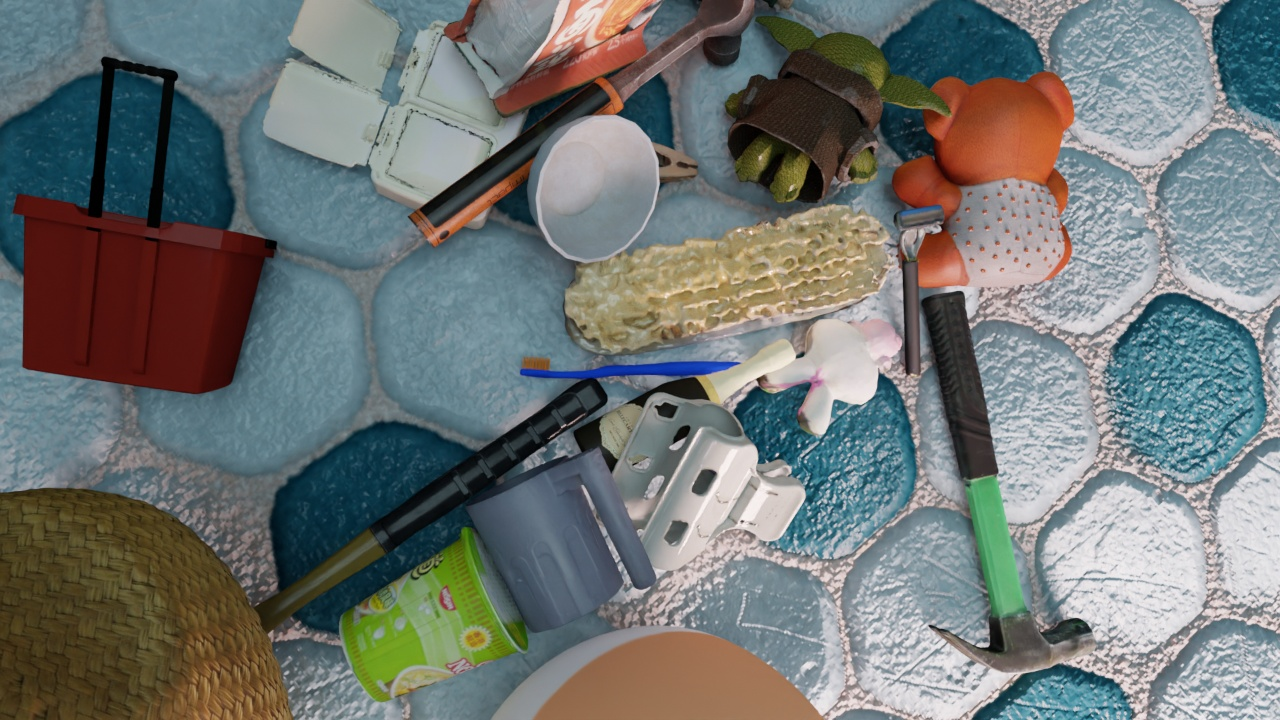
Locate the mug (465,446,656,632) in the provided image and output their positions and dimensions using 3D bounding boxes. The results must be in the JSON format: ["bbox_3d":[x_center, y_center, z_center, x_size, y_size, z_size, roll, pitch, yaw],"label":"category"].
[{"bbox_3d":[-0.054,0.127,0.662,0.083,0.124,0.104,-26,92,-55],"label":"mug"}]

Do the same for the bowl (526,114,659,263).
[{"bbox_3d":[-0.040,-0.127,0.665,0.106,0.039,0.106,-19,124,-32],"label":"bowl"}]

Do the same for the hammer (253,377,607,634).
[{"bbox_3d":[-0.163,0.112,0.654,0.332,0.118,0.025,-34,94,-17],"label":"hammer"}]

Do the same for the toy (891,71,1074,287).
[{"bbox_3d":[0.292,-0.148,0.766,0.163,0.093,0.172,-4,98,-8],"label":"toy"}]

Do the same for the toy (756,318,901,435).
[{"bbox_3d":[0.160,0.006,0.750,0.122,0.038,0.079,-31,79,-11],"label":"toy"}]

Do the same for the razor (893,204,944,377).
[{"bbox_3d":[0.223,-0.055,0.751,0.042,0.022,0.144,-10,112,-12],"label":"razor"}]

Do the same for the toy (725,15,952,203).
[{"bbox_3d":[0.139,-0.197,0.741,0.179,0.078,0.152,34,74,18],"label":"toy"}]

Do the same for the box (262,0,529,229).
[{"bbox_3d":[-0.180,-0.197,0.701,0.184,0.050,0.143,19,82,-9],"label":"box"}]

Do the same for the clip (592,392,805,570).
[{"bbox_3d":[0.053,0.102,0.683,0.152,0.095,0.126,21,116,-13],"label":"clip"}]

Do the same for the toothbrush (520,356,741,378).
[{"bbox_3d":[-0.004,0.004,0.731,0.182,0.016,0.018,-1,80,-10],"label":"toothbrush"}]

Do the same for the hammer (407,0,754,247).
[{"bbox_3d":[-0.039,-0.192,0.679,0.314,0.138,0.035,-39,78,-11],"label":"hammer"}]

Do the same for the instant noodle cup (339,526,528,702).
[{"bbox_3d":[-0.149,0.187,0.655,0.108,0.099,0.099,-27,90,-4],"label":"instant noodle cup"}]

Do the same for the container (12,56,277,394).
[{"bbox_3d":[-0.332,-0.087,0.625,0.148,0.127,0.201,9,93,-10],"label":"container"}]

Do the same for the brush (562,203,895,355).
[{"bbox_3d":[0.070,-0.063,0.729,0.271,0.057,0.083,-12,84,-11],"label":"brush"}]

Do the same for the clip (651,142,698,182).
[{"bbox_3d":[0.017,-0.165,0.747,0.060,0.024,0.041,-6,88,-19],"label":"clip"}]

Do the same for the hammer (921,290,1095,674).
[{"bbox_3d":[0.284,0.100,0.767,0.130,0.032,0.318,-10,86,-10],"label":"hammer"}]

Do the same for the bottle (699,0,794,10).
[{"bbox_3d":[0.068,-0.326,0.750,0.131,0.061,0.061,25,83,-7],"label":"bottle"}]

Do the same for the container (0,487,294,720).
[{"bbox_3d":[-0.350,0.227,0.512,0.307,0.196,0.307,4,98,27],"label":"container"}]

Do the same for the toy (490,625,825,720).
[{"bbox_3d":[0.018,0.307,0.577,0.265,0.281,0.262,-22,89,-31],"label":"toy"}]

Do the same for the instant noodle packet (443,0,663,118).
[{"bbox_3d":[-0.021,-0.280,0.630,0.164,0.221,0.084,-33,91,-33],"label":"instant noodle packet"}]

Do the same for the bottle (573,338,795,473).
[{"bbox_3d":[0.039,0.032,0.715,0.184,0.045,0.045,-28,90,-8],"label":"bottle"}]
